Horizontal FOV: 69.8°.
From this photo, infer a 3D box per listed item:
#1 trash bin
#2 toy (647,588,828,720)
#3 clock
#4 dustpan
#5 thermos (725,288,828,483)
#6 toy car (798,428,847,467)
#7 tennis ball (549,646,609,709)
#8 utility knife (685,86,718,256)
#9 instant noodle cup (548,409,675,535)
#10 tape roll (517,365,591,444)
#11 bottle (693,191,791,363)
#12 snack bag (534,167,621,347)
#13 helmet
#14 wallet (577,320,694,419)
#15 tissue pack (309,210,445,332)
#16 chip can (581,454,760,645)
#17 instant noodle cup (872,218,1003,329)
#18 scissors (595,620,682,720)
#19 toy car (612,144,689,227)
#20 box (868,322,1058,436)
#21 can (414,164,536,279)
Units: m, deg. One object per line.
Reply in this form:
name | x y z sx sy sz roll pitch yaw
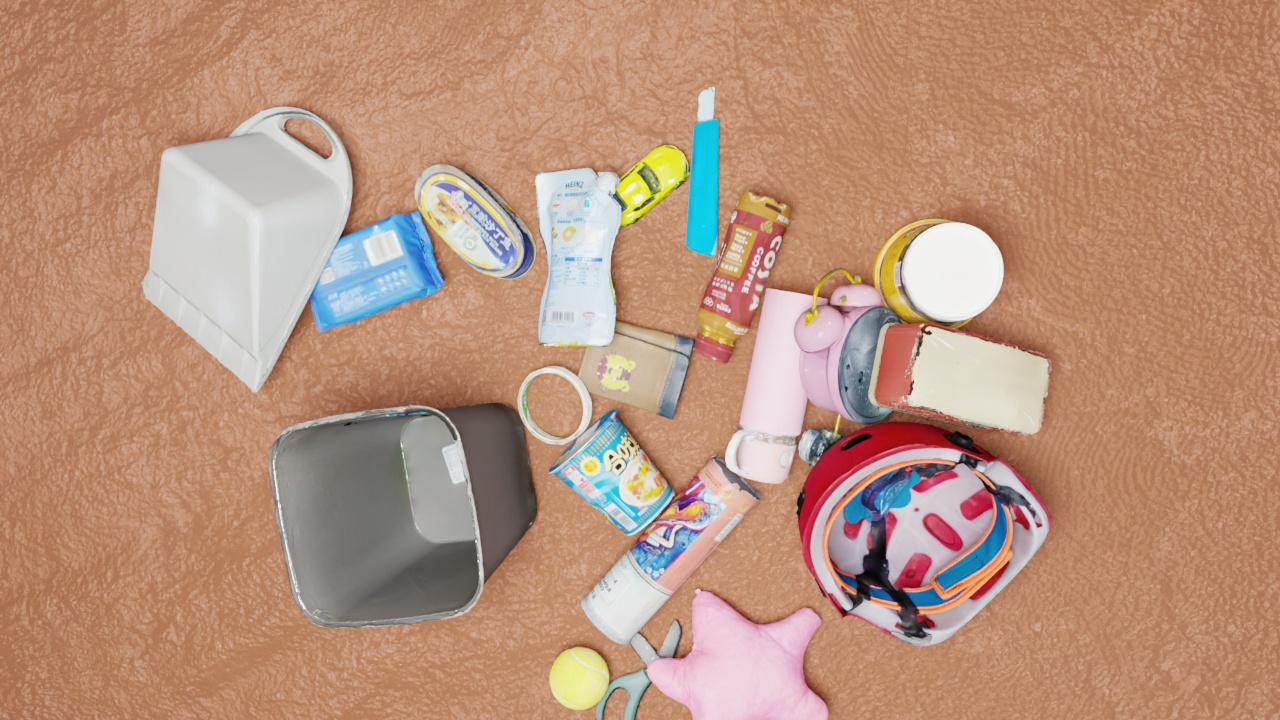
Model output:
trash bin | -0.218 0.134 0.928 0.199 0.219 0.198 -9 93 14
toy | 0.108 0.321 0.972 0.194 0.075 0.178 -22 73 -9
clock | 0.206 -0.014 0.910 0.117 0.060 0.158 -34 118 -32
dustpan | -0.424 -0.143 1.019 0.223 0.142 0.258 34 126 22
thermos | 0.136 0.026 0.948 0.067 0.087 0.198 18 97 48
toy car | 0.204 0.095 0.954 0.090 0.034 0.043 13 96 -28
tennis ball | -0.067 0.348 1.005 0.065 0.065 0.065 0 94 8
utility knife | 0.068 -0.201 0.974 0.034 0.018 0.179 2 93 -7
instant noodle cup | -0.025 0.124 0.974 0.099 0.099 0.110 -42 95 8
tape roll | -0.094 0.049 1.002 0.086 0.013 0.086 6 106 22
bottle | 0.102 -0.084 0.957 0.057 0.057 0.175 20 96 6
snack bag | -0.068 -0.110 0.975 0.110 0.038 0.191 1 88 42
helmet | 0.249 0.145 0.894 0.240 0.143 0.207 31 105 -20
wallet | -0.006 0.006 0.992 0.115 0.033 0.090 16 97 10
tissue pack | -0.299 -0.097 1.013 0.157 0.052 0.095 -20 89 9
chip can | 0.033 0.202 0.979 0.071 0.071 0.215 42 97 3
instant noodle cup | 0.295 -0.084 0.902 0.118 0.114 0.118 1 93 8
scissors | 0.021 0.382 1.019 0.179 0.019 0.170 -45 89 9
toy car | 0.004 -0.187 0.976 0.105 0.032 0.048 -38 88 7
box | 0.315 0.021 0.886 0.168 0.077 0.091 13 87 -23
can | -0.179 -0.149 0.995 0.075 0.049 0.148 -45 87 8
